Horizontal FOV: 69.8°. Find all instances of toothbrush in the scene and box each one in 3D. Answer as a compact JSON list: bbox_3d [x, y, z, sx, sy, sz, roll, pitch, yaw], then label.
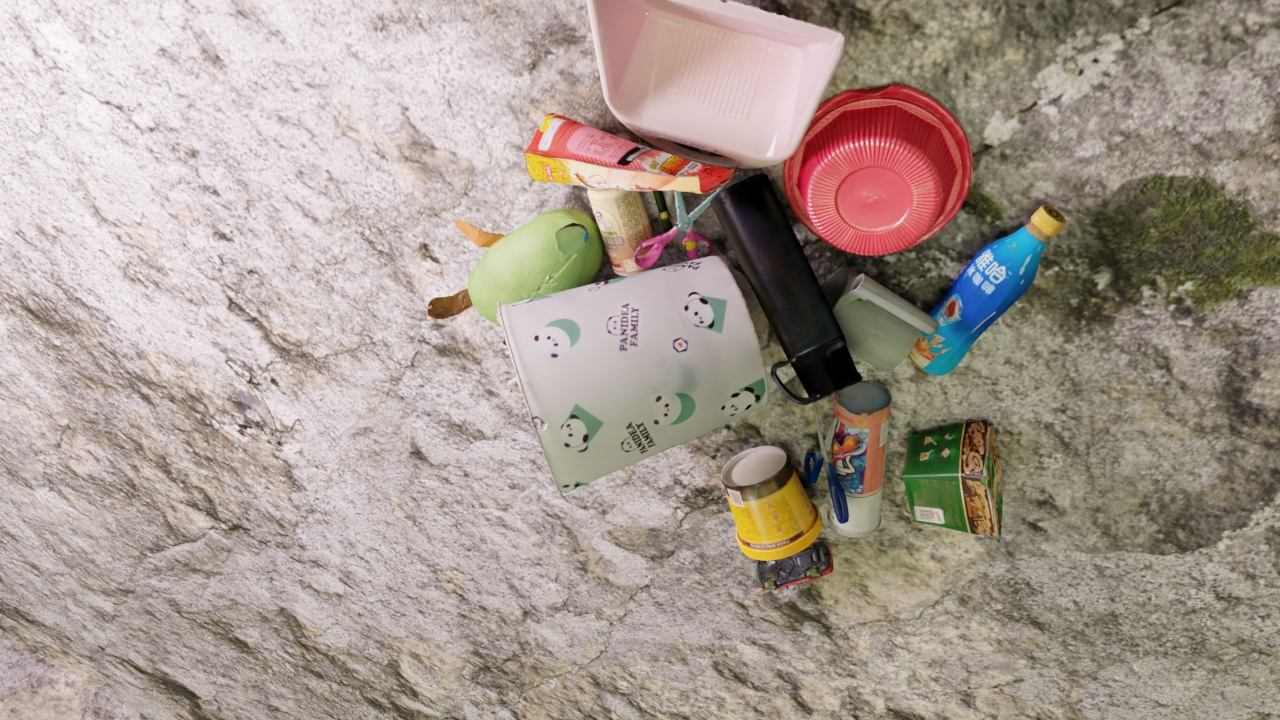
[{"bbox_3d":[0.005,-0.225,1.017,0.017,0.012,0.186,-1,127,26],"label":"toothbrush"}]

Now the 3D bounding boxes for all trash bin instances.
[{"bbox_3d":[-0.006,0.006,1.030,0.252,0.229,0.230,-18,124,-4],"label":"trash bin"}]

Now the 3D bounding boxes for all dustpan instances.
[{"bbox_3d":[0.062,-0.250,0.857,0.222,0.273,0.139,18,105,7],"label":"dustpan"}]

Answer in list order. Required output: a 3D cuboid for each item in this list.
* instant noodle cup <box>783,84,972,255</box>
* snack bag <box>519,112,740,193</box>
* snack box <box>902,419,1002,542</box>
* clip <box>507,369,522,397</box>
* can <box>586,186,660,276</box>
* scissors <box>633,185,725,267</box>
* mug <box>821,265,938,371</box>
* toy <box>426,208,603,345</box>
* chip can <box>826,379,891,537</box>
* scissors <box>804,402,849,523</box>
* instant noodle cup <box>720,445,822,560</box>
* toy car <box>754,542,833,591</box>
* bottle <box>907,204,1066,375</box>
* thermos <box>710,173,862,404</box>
[{"bbox_3d":[0.240,-0.180,0.944,0.194,0.065,0.194,9,128,12],"label":"instant noodle cup"},{"bbox_3d":[-0.010,-0.204,0.951,0.208,0.128,0.073,16,112,22],"label":"snack bag"},{"bbox_3d":[0.383,0.147,1.128,0.106,0.117,0.118,-6,122,27],"label":"snack box"},{"bbox_3d":[-0.129,0.026,1.247,0.100,0.034,0.070,-7,125,12],"label":"clip"},{"bbox_3d":[-0.019,-0.158,1.047,0.059,0.058,0.116,-4,126,20],"label":"can"},{"bbox_3d":[0.043,-0.146,1.025,0.133,0.017,0.133,-27,146,-4],"label":"scissors"},{"bbox_3d":[0.257,-0.048,1.016,0.103,0.083,0.124,29,165,-9],"label":"mug"},{"bbox_3d":[-0.134,-0.100,1.105,0.227,0.089,0.247,29,133,-33],"label":"toy"},{"bbox_3d":[0.278,0.127,1.171,0.071,0.071,0.215,5,128,14],"label":"chip can"},{"bbox_3d":[0.235,0.127,1.167,0.012,0.162,0.176,-11,156,-9],"label":"scissors"},{"bbox_3d":[0.170,0.186,1.228,0.119,0.118,0.114,-13,115,26],"label":"instant noodle cup"},{"bbox_3d":[0.225,0.303,1.338,0.121,0.052,0.045,-21,143,25],"label":"toy car"},{"bbox_3d":[0.371,-0.074,0.986,0.065,0.065,0.219,28,130,-5],"label":"bottle"},{"bbox_3d":[0.147,-0.072,0.973,0.242,0.089,0.069,66,161,6],"label":"thermos"}]
